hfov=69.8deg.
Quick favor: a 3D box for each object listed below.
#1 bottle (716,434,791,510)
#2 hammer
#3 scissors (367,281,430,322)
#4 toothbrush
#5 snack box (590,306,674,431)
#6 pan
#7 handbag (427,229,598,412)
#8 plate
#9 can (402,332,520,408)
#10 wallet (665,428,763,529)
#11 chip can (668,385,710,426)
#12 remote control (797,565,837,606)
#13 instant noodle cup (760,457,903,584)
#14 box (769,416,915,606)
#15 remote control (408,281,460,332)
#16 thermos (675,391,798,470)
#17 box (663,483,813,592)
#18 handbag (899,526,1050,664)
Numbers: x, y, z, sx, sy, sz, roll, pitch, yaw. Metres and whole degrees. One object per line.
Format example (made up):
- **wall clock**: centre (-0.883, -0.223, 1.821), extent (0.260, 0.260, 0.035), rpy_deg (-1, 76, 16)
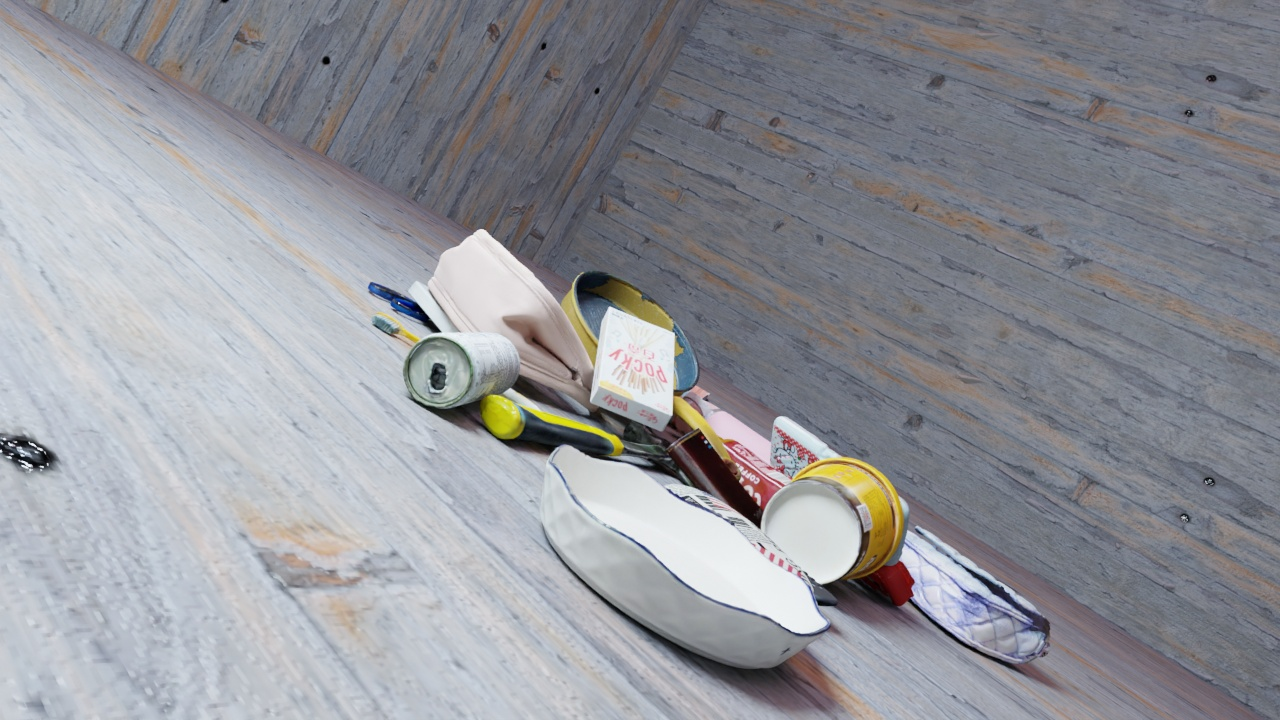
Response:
- **bottle**: centre (0.119, 0.133, 1.027), extent (0.057, 0.057, 0.175), rpy_deg (26, 6, -39)
- **hammer**: centre (-0.033, 0.076, 0.854), extent (0.126, 0.032, 0.323), rpy_deg (32, 5, 30)
- **scissors**: centre (-0.236, -0.050, 1.058), extent (0.172, 0.012, 0.133), rpy_deg (27, 4, -31)
- **toothbrush**: centre (-0.172, 0.005, 0.851), extent (0.191, 0.016, 0.018), rpy_deg (31, 16, 9)
- **snack box**: centre (-0.006, 0.006, 0.997), extent (0.084, 0.027, 0.156), rpy_deg (22, 33, -12)
- **pan**: centre (0.023, 0.019, 1.082), extent (0.197, 0.078, 0.357), rpy_deg (17, 37, -40)
- **handbag**: centre (-0.117, -0.025, 1.022), extent (0.234, 0.093, 0.193), rpy_deg (47, -2, -41)
- **plate**: centre (0.022, 0.126, 0.587), extent (0.205, 0.045, 0.205), rpy_deg (31, 4, -3)
- **can**: centre (-0.143, 0.006, 0.754), extent (0.058, 0.058, 0.146), rpy_deg (31, 5, 4)
- **wallet**: centre (0.079, 0.122, 0.885), extent (0.122, 0.020, 0.096), rpy_deg (50, 18, 9)
- **chip can**: centre (-0.005, 0.024, 1.353), extent (0.215, 0.071, 0.071), rpy_deg (32, 5, 11)
- **remote control**: centre (0.107, 0.170, 0.765), extent (0.053, 0.024, 0.136), rpy_deg (24, 6, -40)
- **instant noodle cup**: centre (0.175, 0.153, 0.857), extent (0.118, 0.118, 0.114), rpy_deg (32, 13, 24)
- **box**: centre (0.210, 0.163, 0.992), extent (0.201, 0.058, 0.161), rpy_deg (37, -30, 47)
- **remote control**: centre (-0.203, -0.038, 0.995), extent (0.135, 0.019, 0.056), rpy_deg (43, 5, 39)
- **thermos**: centre (0.124, 0.109, 1.198), extent (0.198, 0.067, 0.087), rpy_deg (37, -27, 43)
- **box**: centre (0.070, 0.148, 0.725), extent (0.068, 0.052, 0.164), rpy_deg (40, -1, -39)
- **handbag**: centre (0.364, 0.263, 1.062), extent (0.134, 0.075, 0.194), rpy_deg (28, 6, -25)
